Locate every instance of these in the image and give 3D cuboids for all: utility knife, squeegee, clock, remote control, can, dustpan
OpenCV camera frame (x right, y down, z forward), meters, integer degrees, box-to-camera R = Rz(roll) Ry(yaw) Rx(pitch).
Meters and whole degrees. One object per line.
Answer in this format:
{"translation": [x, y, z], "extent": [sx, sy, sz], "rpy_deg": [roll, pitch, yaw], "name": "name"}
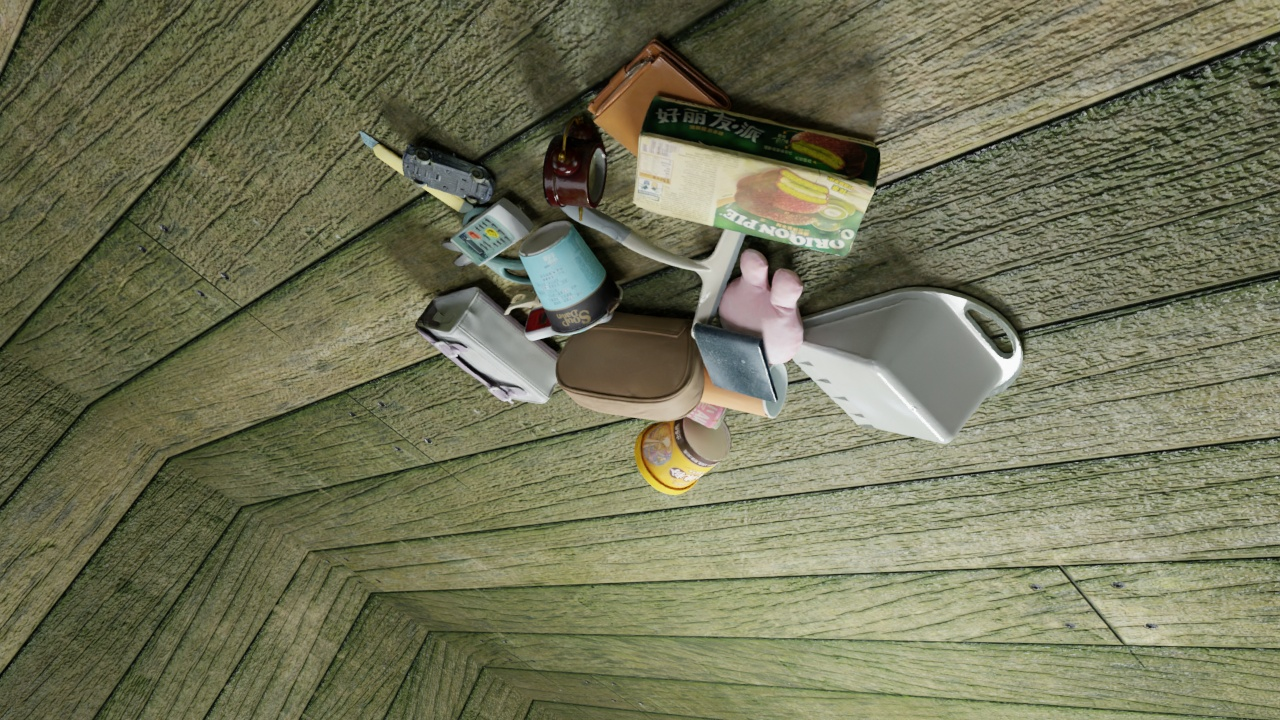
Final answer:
{"translation": [-0.298, -0.245, 1.212], "extent": [0.175, 0.019, 0.031], "rpy_deg": [30, 142, -10], "name": "utility knife"}
{"translation": [-0.004, -0.150, 1.118], "extent": [0.246, 0.039, 0.247], "rpy_deg": [26, 137, 8], "name": "squeegee"}
{"translation": [-0.076, -0.222, 1.044], "extent": [0.055, 0.081, 0.122], "rpy_deg": [10, 145, 13], "name": "clock"}
{"translation": [-0.098, -0.064, 1.272], "extent": [0.136, 0.055, 0.020], "rpy_deg": [-13, 133, 23], "name": "remote control"}
{"translation": [0.057, 0.045, 1.347], "extent": [0.147, 0.057, 0.058], "rpy_deg": [26, 147, -2], "name": "can"}
{"translation": [0.330, -0.006, 1.147], "extent": [0.222, 0.142, 0.258], "rpy_deg": [42, 172, -24], "name": "dustpan"}
{"translation": [-0.198, -0.169, 1.218], "extent": [0.056, 0.019, 0.135], "rpy_deg": [43, 142, -22], "name": "remote control"}

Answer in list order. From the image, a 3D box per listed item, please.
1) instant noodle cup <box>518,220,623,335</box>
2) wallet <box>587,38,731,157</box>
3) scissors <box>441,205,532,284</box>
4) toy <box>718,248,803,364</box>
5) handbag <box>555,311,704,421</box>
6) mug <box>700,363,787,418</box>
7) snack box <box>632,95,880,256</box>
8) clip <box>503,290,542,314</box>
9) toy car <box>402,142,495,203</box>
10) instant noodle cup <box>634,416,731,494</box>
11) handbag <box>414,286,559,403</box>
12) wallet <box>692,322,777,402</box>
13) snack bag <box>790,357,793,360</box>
{"translation": [-0.096, -0.113, 1.195], "extent": [0.111, 0.111, 0.120], "rpy_deg": [-4, 128, 36], "name": "instant noodle cup"}
{"translation": [0.016, -0.267, 0.970], "extent": [0.108, 0.031, 0.132], "rpy_deg": [34, 145, -20], "name": "wallet"}
{"translation": [-0.211, -0.165, 1.267], "extent": [0.175, 0.019, 0.177], "rpy_deg": [15, 146, 17], "name": "scissors"}
{"translation": [0.152, -0.065, 1.129], "extent": [0.121, 0.054, 0.160], "rpy_deg": [36, 146, 20], "name": "toy"}
{"translation": [-0.007, 0.007, 1.260], "extent": [0.205, 0.147, 0.100], "rpy_deg": [8, 156, 24], "name": "handbag"}
{"translation": [0.132, 0.034, 1.271], "extent": [0.123, 0.078, 0.078], "rpy_deg": [6, 142, 32], "name": "mug"}
{"translation": [0.116, -0.189, 0.953], "extent": [0.240, 0.063, 0.115], "rpy_deg": [13, 150, 5], "name": "snack box"}
{"translation": [-0.145, -0.075, 1.336], "extent": [0.104, 0.034, 0.089], "rpy_deg": [-10, 130, 30], "name": "clip"}
{"translation": [-0.244, -0.239, 1.171], "extent": [0.120, 0.036, 0.054], "rpy_deg": [19, 147, -9], "name": "toy car"}
{"translation": [0.070, 0.133, 1.415], "extent": [0.118, 0.118, 0.115], "rpy_deg": [35, 137, -15], "name": "instant noodle cup"}
{"translation": [-0.233, -0.017, 1.409], "extent": [0.197, 0.098, 0.145], "rpy_deg": [42, 157, -31], "name": "handbag"}
{"translation": [0.123, 0.004, 1.176], "extent": [0.097, 0.019, 0.121], "rpy_deg": [17, 147, 34], "name": "wallet"}
{"translation": [0.150, -0.017, 1.226], "extent": [0.105, 0.026, 0.045], "rpy_deg": [8, 158, 27], "name": "snack bag"}
